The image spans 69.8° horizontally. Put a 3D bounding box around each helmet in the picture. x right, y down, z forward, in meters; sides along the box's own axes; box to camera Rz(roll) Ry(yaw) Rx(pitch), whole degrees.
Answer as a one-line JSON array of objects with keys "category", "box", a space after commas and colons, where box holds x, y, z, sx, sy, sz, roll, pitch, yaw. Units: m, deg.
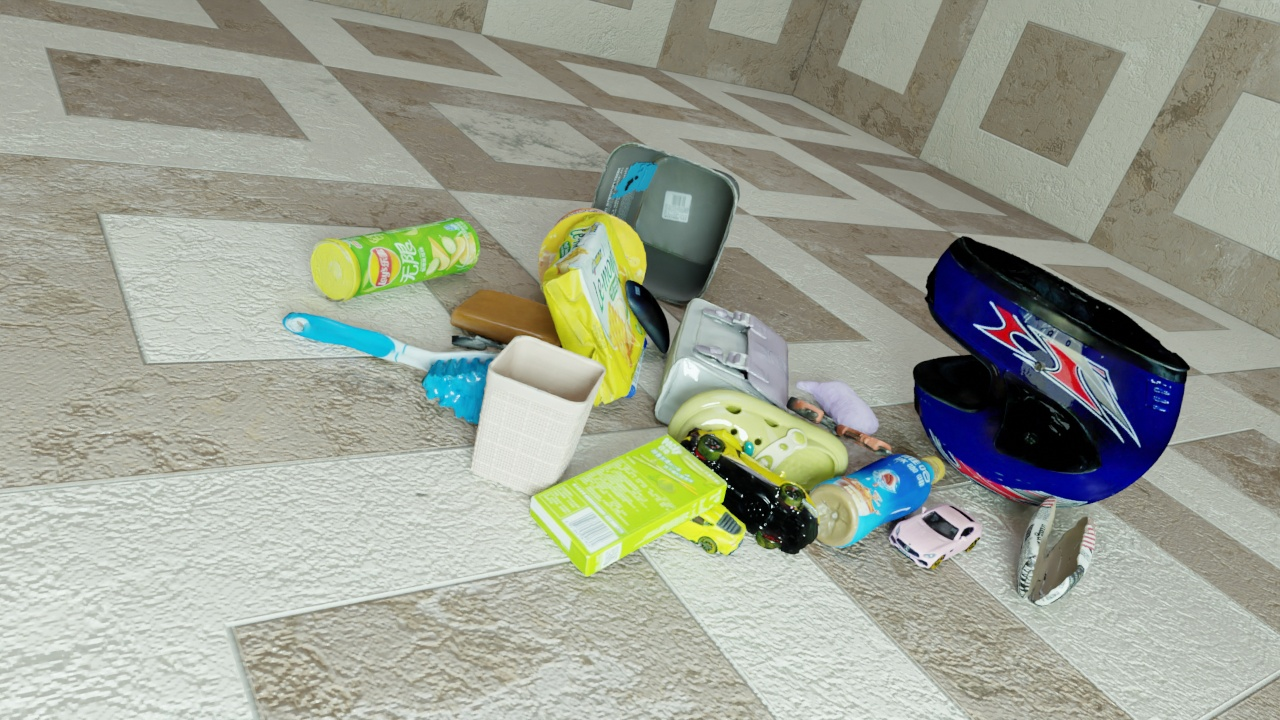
[{"category": "helmet", "box": [0.439, 0.032, 1.061, 0.315, 0.241, 0.246, 33, 24, 9]}]

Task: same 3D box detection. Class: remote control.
[{"category": "remote control", "box": [0.014, -0.053, 1.113, 0.024, 0.136, 0.053, -17, 59, 14]}]

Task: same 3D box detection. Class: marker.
[{"category": "marker", "box": [-0.006, 0.006, 1.087, 0.017, 0.017, 0.145, 17, 26, -2]}]

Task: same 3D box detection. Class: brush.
[{"category": "brush", "box": [-0.209, 0.008, 0.917, 0.314, 0.061, 0.109, 11, 21, -10]}]

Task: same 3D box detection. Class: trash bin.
[{"category": "trash bin", "box": [0.046, -0.216, 1.379, 0.199, 0.199, 0.219, 22, 19, 7]}]

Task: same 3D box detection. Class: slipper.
[{"category": "slipper", "box": [0.122, 0.094, 0.917, 0.190, 0.092, 0.081, 18, 28, -9]}]

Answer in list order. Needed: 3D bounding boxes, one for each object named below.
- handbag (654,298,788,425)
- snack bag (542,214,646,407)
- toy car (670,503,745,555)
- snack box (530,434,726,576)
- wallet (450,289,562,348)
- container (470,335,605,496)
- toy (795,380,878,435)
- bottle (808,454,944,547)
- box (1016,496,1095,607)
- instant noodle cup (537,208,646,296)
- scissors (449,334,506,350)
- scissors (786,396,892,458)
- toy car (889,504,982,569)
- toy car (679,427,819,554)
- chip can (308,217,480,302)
[{"category": "handbag", "box": [0.103, 0.012, 1.065, 0.145, 0.099, 0.196, 23, 26, -3]}, {"category": "snack bag", "box": [-0.053, -0.062, 1.052, 0.068, 0.158, 0.246, -16, 21, 13]}, {"category": "toy car", "box": [0.047, 0.140, 0.839, 0.105, 0.032, 0.048, 24, 27, 16]}, {"category": "snack box", "box": [-0.009, 0.122, 0.803, 0.156, 0.026, 0.086, -22, 44, -34]}, {"category": "wallet", "box": [-0.144, -0.047, 1.082, 0.132, 0.031, 0.107, 17, 24, 4]}, {"category": "container", "box": [-0.095, 0.053, 0.825, 0.090, 0.111, 0.089, 20, 26, 4]}, {"category": "toy", "box": [0.248, 0.056, 1.129, 0.083, 0.039, 0.108, 4, 31, -28]}, {"category": "bottle", "box": [0.252, 0.135, 0.947, 0.218, 0.065, 0.065, -10, 37, -46]}, {"category": "box", "box": [0.410, 0.192, 0.941, 0.081, 0.075, 0.163, 38, 32, 15]}, {"category": "instant noodle cup", "box": [-0.067, -0.138, 1.212, 0.138, 0.138, 0.109, 13, 18, -12]}, {"category": "scissors", "box": [-0.144, -0.014, 0.958, 0.159, 0.014, 0.181, 9, -6, 25]}, {"category": "scissors", "box": [0.206, 0.071, 0.993, 0.189, 0.015, 0.222, 27, 0, -35]}, {"category": "toy car", "box": [0.305, 0.175, 0.935, 0.122, 0.037, 0.056, -9, 35, -43]}, {"category": "toy car", "box": [0.098, 0.124, 0.861, 0.156, 0.071, 0.041, 30, 32, 18]}, {"category": "chip can", "box": [-0.285, -0.124, 1.098, 0.072, 0.073, 0.220, 30, 28, 22]}]
